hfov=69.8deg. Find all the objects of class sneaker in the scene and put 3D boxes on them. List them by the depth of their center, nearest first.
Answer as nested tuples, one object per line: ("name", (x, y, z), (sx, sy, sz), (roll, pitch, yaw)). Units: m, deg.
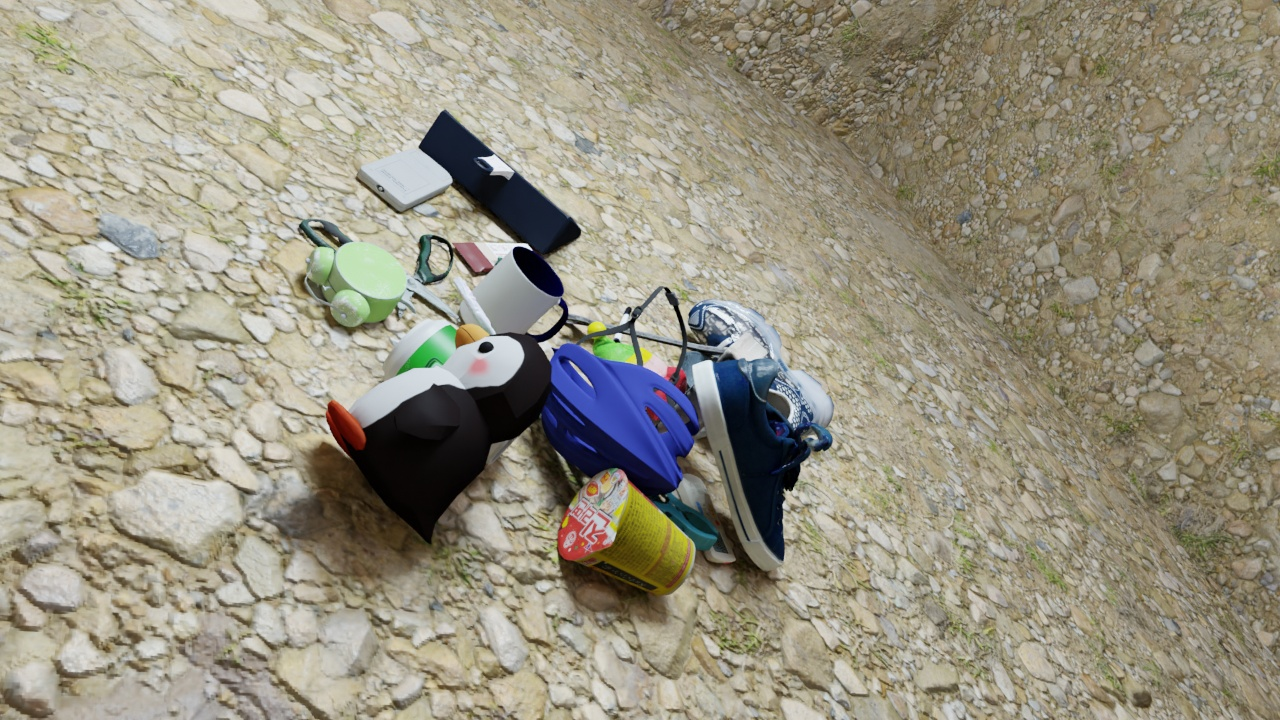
("sneaker", (0.149, 0.117, 1.022), (0.120, 0.127, 0.295), (-93, 168, -57))
("sneaker", (0.161, 0.023, 1.356), (0.269, 0.103, 0.132), (47, 35, 6))

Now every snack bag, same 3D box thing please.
("snack bag", (-0.183, -0.137, 1.230), (0.057, 0.013, 0.157), (50, 28, 18))

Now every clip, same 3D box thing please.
("clip", (0.032, 0.173, 1.017), (0.116, 0.026, 0.097), (34, 29, 4))

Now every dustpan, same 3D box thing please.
("dustpan", (-0.194, -0.262, 1.307), (0.236, 0.080, 0.272), (41, 23, 1))

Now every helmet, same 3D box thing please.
("helmet", (0.000, 0.027, 0.996), (0.242, 0.227, 0.148), (31, -19, 39))

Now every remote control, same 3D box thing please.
("remote control", (0.075, 0.185, 1.075), (0.038, 0.018, 0.125), (18, 36, -37))
("remote control", (-0.308, -0.241, 1.216), (0.074, 0.019, 0.150), (40, 27, -2))

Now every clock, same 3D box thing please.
("clock", (-0.294, -0.081, 0.957), (0.094, 0.043, 0.119), (52, 36, 13))

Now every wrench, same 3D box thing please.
("wrench", (0.014, -0.032, 1.253), (0.273, 0.010, 0.070), (12, -5, -27))

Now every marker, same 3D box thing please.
("marker", (-0.028, -0.042, 1.292), (0.011, 0.011, 0.151), (36, 27, -9))

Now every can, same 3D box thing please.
("can", (-0.177, 0.031, 0.900), (0.140, 0.088, 0.087), (42, 27, 1))

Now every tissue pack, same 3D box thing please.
("tissue pack", (0.083, 0.053, 1.100), (0.071, 0.182, 0.103), (41, 26, 7))

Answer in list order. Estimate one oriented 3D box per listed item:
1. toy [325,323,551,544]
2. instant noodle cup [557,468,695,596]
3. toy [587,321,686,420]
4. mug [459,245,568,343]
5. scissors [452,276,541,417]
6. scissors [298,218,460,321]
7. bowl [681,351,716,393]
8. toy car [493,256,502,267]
("toy", (-0.153, 0.052, 0.791), (0.183, 0.159, 0.140), (-35, 93, -23))
("instant noodle cup", (-0.009, 0.176, 0.907), (0.112, 0.101, 0.100), (37, 26, -26))
("toy", (-0.007, 0.007, 1.164), (0.131, 0.097, 0.123), (20, 31, 19))
("mug", (-0.138, -0.064, 1.078), (0.112, 0.097, 0.078), (34, 26, -30))
("scissors", (-0.153, -0.016, 0.984), (0.177, 0.013, 0.170), (60, -3, -12))
("scissors", (-0.283, -0.121, 1.073), (0.201, 0.015, 0.205), (37, 27, -11))
("bowl", (0.091, 0.056, 1.247), (0.137, 0.057, 0.136), (31, 28, -19))
("toy car", (-0.156, -0.102, 1.193), (0.089, 0.027, 0.038), (27, 34, -41))
